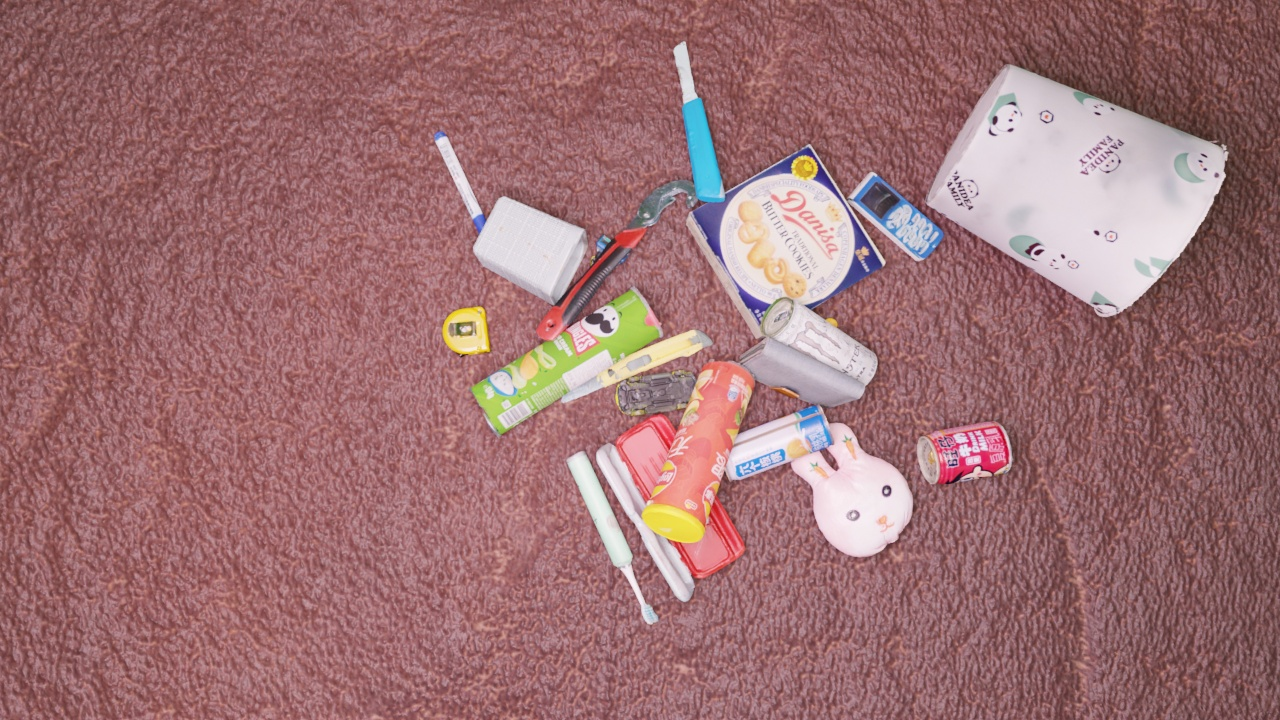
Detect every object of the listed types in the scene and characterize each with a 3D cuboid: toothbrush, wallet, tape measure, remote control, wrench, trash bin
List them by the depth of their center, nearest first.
[{"bbox_3d":[0.498,-0.210,1.089,0.252,0.229,0.229,29,84,6],"label":"trash bin"},{"bbox_3d":[0.186,0.022,1.097,0.129,0.107,0.037,24,71,-8],"label":"wallet"},{"bbox_3d":[-0.033,0.215,1.108,0.026,0.027,0.224,-21,85,-42],"label":"toothbrush"},{"bbox_3d":[-0.030,-0.126,1.118,0.056,0.016,0.273,35,75,33],"label":"wrench"},{"bbox_3d":[-0.213,-0.035,1.122,0.057,0.029,0.060,-8,85,-3],"label":"tape measure"},{"bbox_3d":[0.324,-0.181,1.167,0.125,0.024,0.049,42,84,0],"label":"remote control"}]

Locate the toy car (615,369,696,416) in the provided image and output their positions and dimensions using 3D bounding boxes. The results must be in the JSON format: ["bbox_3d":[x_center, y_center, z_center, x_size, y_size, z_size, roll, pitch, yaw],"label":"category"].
[{"bbox_3d":[0.021,0.041,1.127,0.105,0.032,0.048,-8,85,-15],"label":"toy car"}]

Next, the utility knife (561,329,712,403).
[{"bbox_3d":[-0.007,0.007,1.139,0.201,0.021,0.031,-23,80,0],"label":"utility knife"}]

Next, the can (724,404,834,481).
[{"bbox_3d":[0.162,0.100,1.108,0.134,0.053,0.053,-21,86,4],"label":"can"}]

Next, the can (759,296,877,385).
[{"bbox_3d":[0.215,-0.018,1.103,0.146,0.058,0.058,30,83,-24],"label":"can"}]

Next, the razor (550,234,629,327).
[{"bbox_3d":[-0.071,-0.087,1.137,0.042,0.022,0.142,35,82,6],"label":"razor"}]

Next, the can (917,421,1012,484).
[{"bbox_3d":[0.394,0.114,1.121,0.094,0.066,0.066,-9,85,-4],"label":"can"}]

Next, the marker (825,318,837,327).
[{"bbox_3d":[0.193,-0.015,1.150,0.124,0.015,0.018,-34,93,-3],"label":"marker"}]

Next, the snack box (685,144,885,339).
[{"bbox_3d":[0.179,-0.148,1.145,0.182,0.046,0.178,-31,87,-5],"label":"snack box"}]

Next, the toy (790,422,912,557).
[{"bbox_3d":[0.256,0.158,1.119,0.121,0.054,0.159,-36,79,-7],"label":"toy"}]

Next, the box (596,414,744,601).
[{"bbox_3d":[0.035,0.170,1.080,0.110,0.100,0.201,-31,87,-2],"label":"box"}]

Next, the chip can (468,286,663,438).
[{"bbox_3d":[-0.088,0.002,1.104,0.236,0.072,0.072,-32,87,-5],"label":"chip can"}]

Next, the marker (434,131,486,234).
[{"bbox_3d":[-0.222,-0.219,1.146,0.017,0.017,0.145,-25,86,-5],"label":"marker"}]

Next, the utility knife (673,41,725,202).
[{"bbox_3d":[0.069,-0.302,1.150,0.034,0.018,0.234,-10,72,3],"label":"utility knife"}]

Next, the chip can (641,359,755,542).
[{"bbox_3d":[0.071,0.102,1.062,0.073,0.073,0.216,25,57,0],"label":"chip can"}]

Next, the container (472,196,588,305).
[{"bbox_3d":[-0.133,-0.134,1.108,0.111,0.090,0.090,27,83,3],"label":"container"}]
